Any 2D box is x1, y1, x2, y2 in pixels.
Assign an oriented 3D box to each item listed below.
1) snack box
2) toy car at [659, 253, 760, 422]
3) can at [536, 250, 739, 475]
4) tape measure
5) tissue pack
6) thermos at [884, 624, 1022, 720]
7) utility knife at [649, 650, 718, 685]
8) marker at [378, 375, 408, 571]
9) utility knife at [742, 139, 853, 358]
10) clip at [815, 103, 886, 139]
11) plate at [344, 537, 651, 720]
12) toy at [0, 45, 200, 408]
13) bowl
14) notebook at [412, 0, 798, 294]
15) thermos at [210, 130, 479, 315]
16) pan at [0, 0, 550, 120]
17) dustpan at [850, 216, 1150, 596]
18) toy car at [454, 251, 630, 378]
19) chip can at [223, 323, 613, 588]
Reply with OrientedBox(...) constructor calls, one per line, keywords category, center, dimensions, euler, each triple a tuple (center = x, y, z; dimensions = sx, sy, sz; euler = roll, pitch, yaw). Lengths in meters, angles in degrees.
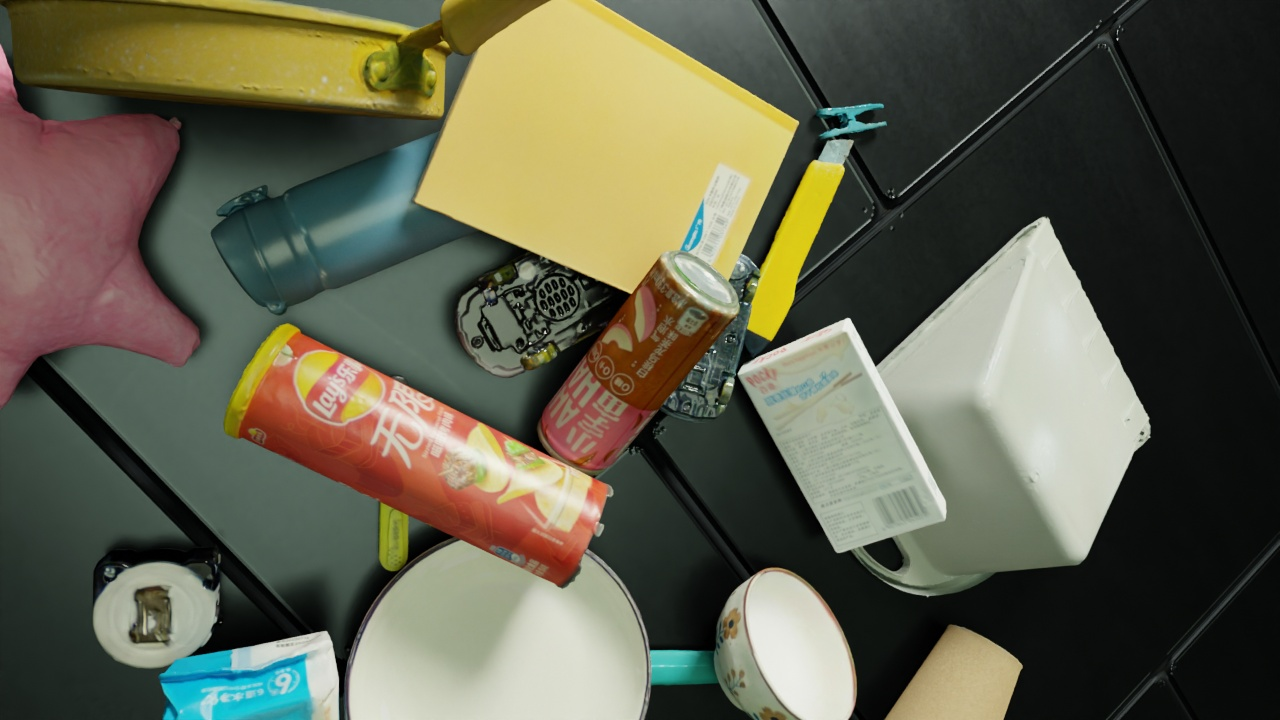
OrientedBox(category="snack box", center=(0.142, 0.056, 0.644), dimensions=(0.085, 0.026, 0.157), euler=(-24, 102, 27))
OrientedBox(category="toy car", center=(0.044, -0.017, 0.624), dimensions=(0.054, 0.037, 0.120), euler=(16, 84, -1))
OrientedBox(category="can", center=(-0.003, 0.003, 0.567), dimensions=(0.058, 0.057, 0.148), euler=(29, 117, -20))
OrientedBox(category="tape measure", center=(-0.279, 0.142, 0.532), dimensions=(0.065, 0.033, 0.066), euler=(0, 95, -18))
OrientedBox(category="tissue pack", center=(-0.220, 0.225, 0.531), dimensions=(0.090, 0.063, 0.140), euler=(-6, 114, -22))
OrientedBox(category="thermos", center=(0.231, 0.281, 0.701), dimensions=(0.093, 0.093, 0.143), euler=(39, 74, -19))
OrientedBox(category="utility knife", center=(0.007, 0.219, 0.651), dimensions=(0.160, 0.013, 0.029), euler=(6, 96, -21))
OrientedBox(category="marker", center=(-0.155, 0.071, 0.578), dimensions=(0.018, 0.015, 0.124), euler=(0, 94, -23))
OrientedBox(category="utility knife", center=(0.109, -0.083, 0.653), dimensions=(0.033, 0.015, 0.173), euler=(26, 87, -19))
OrientedBox(category="clip", center=(0.152, -0.174, 0.660), dimensions=(0.057, 0.014, 0.046), euler=(-11, 97, -19))
OrientedBox(category="plate", center=(-0.089, 0.203, 0.589), dimensions=(0.192, 0.039, 0.192), euler=(2, 84, -16))
OrientedBox(category="toy", center=(-0.311, -0.070, 0.479), dimensions=(0.178, 0.075, 0.194), euler=(-42, 111, -22))
OrientedBox(category="bowl", center=(0.092, 0.210, 0.644), dimensions=(0.113, 0.113, 0.062), euler=(38, 124, -19))
OrientedBox(category="notebook", center=(-0.012, -0.119, 0.545), dimensions=(0.206, 0.010, 0.146), euler=(20, 97, -28))
OrientedBox(category="thermos", center=(-0.135, -0.096, 0.541), dimensions=(0.220, 0.070, 0.070), euler=(-25, 103, -15))
OrientedBox(category="pan", center=(-0.118, -0.151, 0.414), dimensions=(0.358, 0.197, 0.078), euler=(9, 104, 21))
OrientedBox(category="dustpan", center=(0.269, 0.056, 0.728), dimensions=(0.223, 0.143, 0.256), euler=(56, 48, -16))
OrientedBox(category="toy car", center=(-0.046, -0.048, 0.588), dimensions=(0.158, 0.042, 0.070), euler=(-30, 104, -17))
OrientedBox(category="chip can", center=(-0.126, 0.058, 0.540), dimensions=(0.216, 0.073, 0.073), euler=(28, 86, -11))
